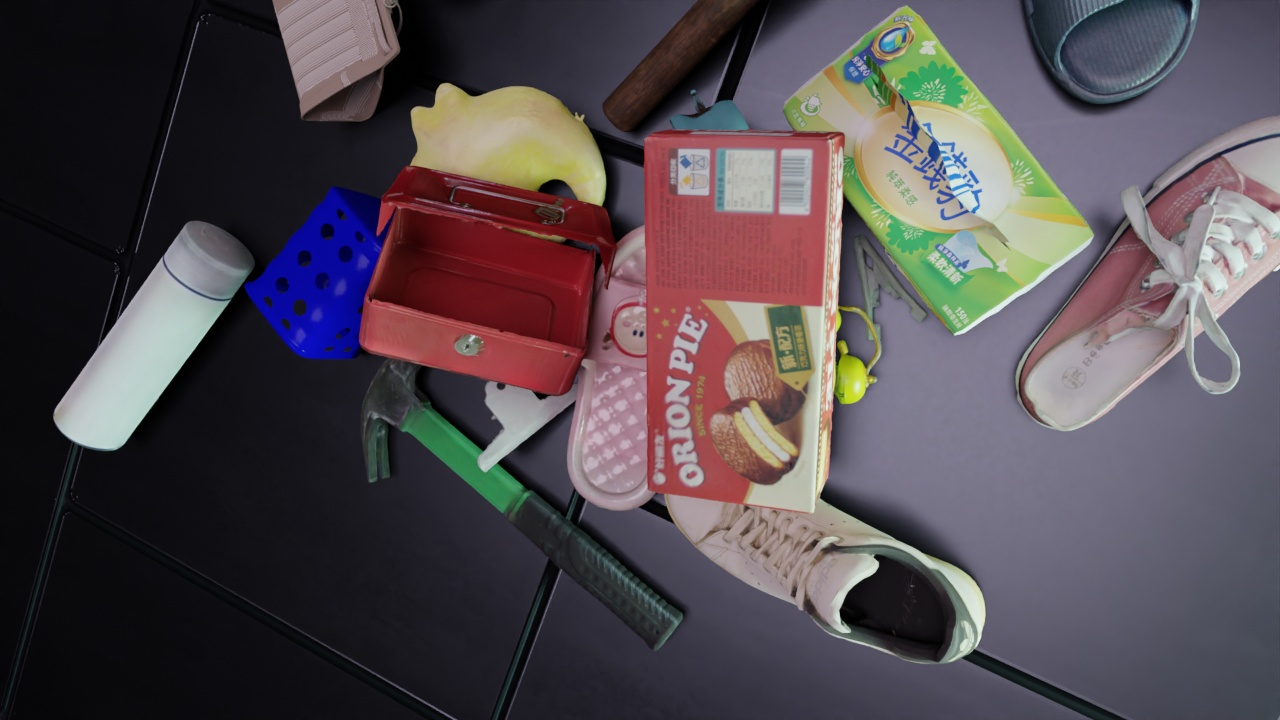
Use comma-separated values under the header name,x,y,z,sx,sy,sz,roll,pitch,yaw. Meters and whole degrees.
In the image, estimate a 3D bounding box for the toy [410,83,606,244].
name,x,y,z,sx,sy,sz,roll,pitch,yaw
toy,-0.113,-0.142,0.712,0.171,0.064,0.155,-34,101,20

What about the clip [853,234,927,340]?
name,x,y,z,sx,sy,sz,roll,pitch,yaw
clip,0.168,-0.055,0.647,0.061,0.023,0.075,-23,87,16

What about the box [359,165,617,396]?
name,x,y,z,sx,sy,sz,roll,pitch,yaw
box,-0.107,-0.060,0.655,0.157,0.137,0.127,11,116,-8

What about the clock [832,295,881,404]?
name,x,y,z,sx,sy,sz,roll,pitch,yaw
clock,0.111,0.003,0.648,0.119,0.057,0.083,-26,85,19

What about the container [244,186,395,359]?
name,x,y,z,sx,sy,sz,roll,pitch,yaw
container,-0.242,-0.070,0.748,0.114,0.084,0.085,-45,78,13

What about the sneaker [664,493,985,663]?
name,x,y,z,sx,sy,sz,roll,pitch,yaw
sneaker,0.116,0.140,0.630,0.242,0.102,0.089,24,100,16

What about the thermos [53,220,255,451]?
name,x,y,z,sx,sy,sz,roll,pitch,yaw
thermos,-0.436,-0.020,0.823,0.068,0.067,0.230,46,104,11

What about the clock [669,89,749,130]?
name,x,y,z,sx,sy,sz,roll,pitch,yaw
clock,0.062,-0.125,0.645,0.053,0.090,0.124,-26,84,7

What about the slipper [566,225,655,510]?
name,x,y,z,sx,sy,sz,roll,pitch,yaw
slipper,-0.004,0.004,0.686,0.107,0.055,0.221,16,95,18

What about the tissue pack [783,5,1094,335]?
name,x,y,z,sx,sy,sz,roll,pitch,yaw
tissue pack,0.182,-0.120,0.576,0.120,0.141,0.197,-44,79,15

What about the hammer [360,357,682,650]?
name,x,y,z,sx,sy,sz,roll,pitch,yaw
hammer,-0.100,0.115,0.738,0.319,0.032,0.130,38,102,12

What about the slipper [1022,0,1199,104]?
name,x,y,z,sx,sy,sz,roll,pitch,yaw
slipper,0.282,-0.296,0.568,0.101,0.082,0.263,-14,88,16

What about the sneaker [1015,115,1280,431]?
name,x,y,z,sx,sy,sz,roll,pitch,yaw
sneaker,0.327,-0.051,0.560,0.118,0.087,0.241,42,105,12

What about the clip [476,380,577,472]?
name,x,y,z,sx,sy,sz,roll,pitch,yaw
clip,-0.099,0.036,0.721,0.101,0.044,0.054,-38,91,-11

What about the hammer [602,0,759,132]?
name,x,y,z,sx,sy,sz,roll,pitch,yaw
hammer,0.064,-0.262,0.594,0.301,0.217,0.037,-40,80,28

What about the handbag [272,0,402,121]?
name,x,y,z,sx,sy,sz,roll,pitch,yaw
handbag,-0.216,-0.305,0.698,0.198,0.062,0.175,-19,86,46

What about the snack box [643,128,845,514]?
name,x,y,z,sx,sy,sz,roll,pitch,yaw
snack box,0.065,-0.025,0.585,0.113,0.060,0.236,5,108,19
